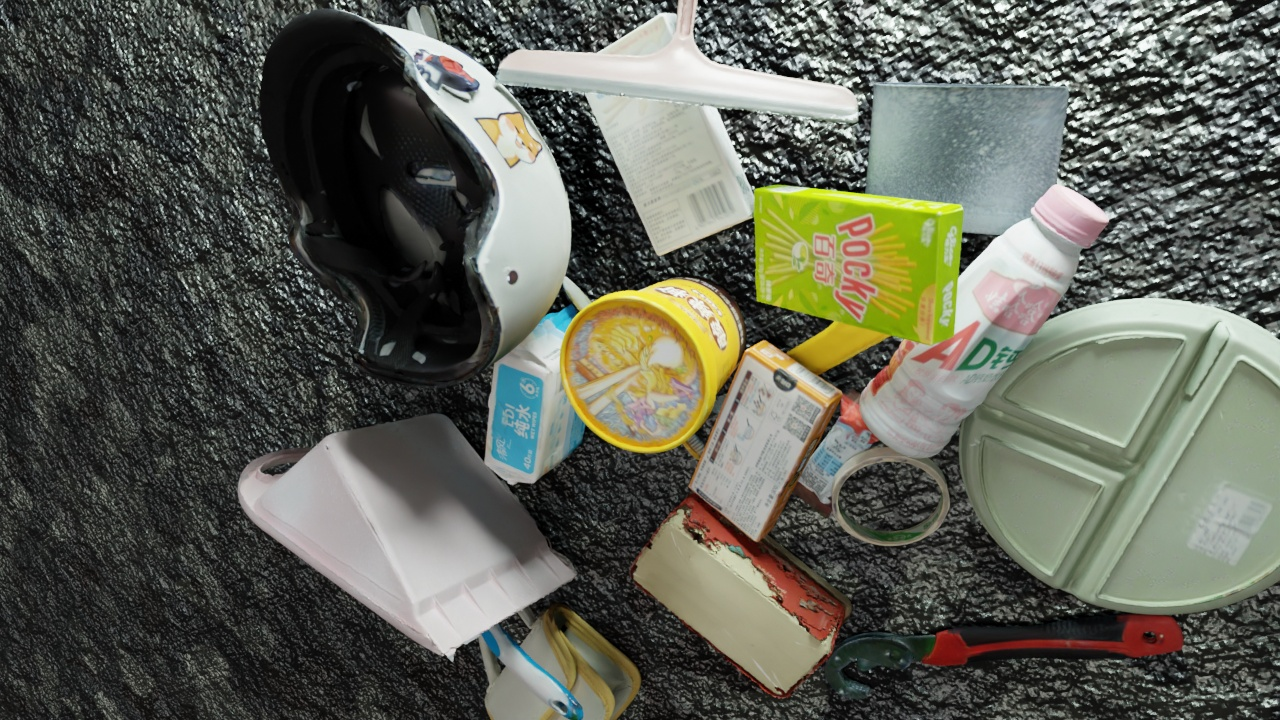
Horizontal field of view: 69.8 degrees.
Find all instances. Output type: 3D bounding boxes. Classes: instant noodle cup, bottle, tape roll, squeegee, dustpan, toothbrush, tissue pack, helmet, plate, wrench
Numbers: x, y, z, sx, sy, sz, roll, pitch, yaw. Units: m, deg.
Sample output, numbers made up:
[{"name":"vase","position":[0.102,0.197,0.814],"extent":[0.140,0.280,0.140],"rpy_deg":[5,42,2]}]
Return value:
[{"name":"instant noodle cup","position":[0.018,-0.006,0.692],"extent":[0.119,0.114,0.118],"rpy_deg":[10,113,25]},{"name":"bottle","position":[0.224,-0.023,0.603],"extent":[0.068,0.068,0.197],"rpy_deg":[37,123,10]},{"name":"tape roll","position":[0.187,0.103,0.690],"extent":[0.086,0.013,0.086],"rpy_deg":[5,121,8]},{"name":"squeegee","position":[0.039,-0.296,0.606],"extent":[0.248,0.040,0.250],"rpy_deg":[8,105,2]},{"name":"dustpan","position":[-0.220,0.155,0.829],"extent":[0.139,0.222,0.273],"rpy_deg":[-41,75,21]},{"name":"toothbrush","position":[-0.005,0.004,0.767],"extent":[0.018,0.016,0.191],"rpy_deg":[-37,90,22]},{"name":"tissue pack","position":[-0.085,0.029,0.775],"extent":[0.063,0.089,0.140],"rpy_deg":[20,118,19]},{"name":"helmet","position":[-0.149,-0.124,0.688],"extent":[0.231,0.156,0.274],"rpy_deg":[-35,82,43]},{"name":"plate","position":[0.331,0.072,0.611],"extent":[0.230,0.027,0.230],"rpy_deg":[11,115,24]},{"name":"wrench","position":[0.266,0.225,0.711],"extent":[0.274,0.016,0.056],"rpy_deg":[-21,101,32]}]

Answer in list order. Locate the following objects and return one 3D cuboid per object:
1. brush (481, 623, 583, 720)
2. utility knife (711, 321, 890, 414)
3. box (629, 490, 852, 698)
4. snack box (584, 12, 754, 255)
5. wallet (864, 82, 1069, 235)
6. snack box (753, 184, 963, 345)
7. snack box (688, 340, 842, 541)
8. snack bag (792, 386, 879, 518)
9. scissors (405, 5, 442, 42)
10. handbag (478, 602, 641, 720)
[{"name":"brush","position":[-0.162,0.224,0.881],"extent":[0.314,0.109,0.061],"rpy_deg":[29,117,15]},{"name":"utility knife","position":[0.124,-0.001,0.697],"extent":[0.196,0.015,0.033],"rpy_deg":[-33,88,36]},{"name":"box","position":[0.080,0.193,0.759],"extent":[0.168,0.079,0.092],"rpy_deg":[37,123,10]},{"name":"snack box","position":[0.019,-0.164,0.681],"extent":[0.085,0.026,0.157],"rpy_deg":[-19,99,32]},{"name":"wallet","position":[0.209,-0.131,0.601],"extent":[0.121,0.019,0.097],"rpy_deg":[9,115,23]},{"name":"snack box","position":[0.140,-0.069,0.618],"extent":[0.156,0.026,0.086],"rpy_deg":[21,121,48]},{"name":"snack box","position":[0.093,0.065,0.714],"extent":[0.075,0.026,0.154],"rpy_deg":[37,130,23]},{"name":"snack bag","position":[0.151,0.072,0.705],"extent":[0.048,0.026,0.104],"rpy_deg":[38,124,20]},{"name":"scissors","position":[-0.182,-0.205,0.777],"extent":[0.132,0.019,0.185],"rpy_deg":[-25,95,33]},{"name":"handbag","position":[-0.107,0.317,0.921],"extent":[0.179,0.063,0.164],"rpy_deg":[40,121,13]}]
